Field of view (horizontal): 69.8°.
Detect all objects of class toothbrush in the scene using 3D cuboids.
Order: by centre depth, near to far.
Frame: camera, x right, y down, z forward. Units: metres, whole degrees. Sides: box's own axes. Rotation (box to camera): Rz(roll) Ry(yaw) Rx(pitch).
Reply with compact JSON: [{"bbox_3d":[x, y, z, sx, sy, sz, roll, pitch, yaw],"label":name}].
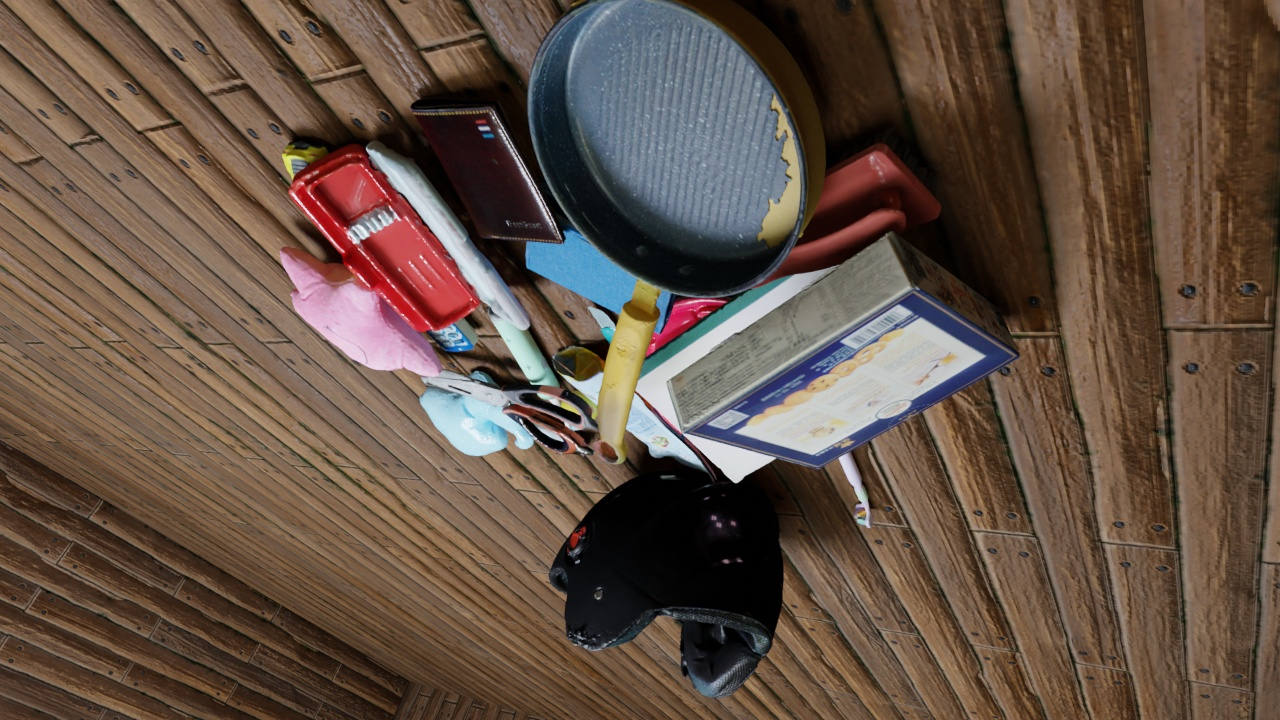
[{"bbox_3d":[0.207,0.111,0.916,0.021,0.029,0.189,-28,135,2],"label":"toothbrush"},{"bbox_3d":[-0.105,0.014,0.955,0.027,0.026,0.225,-10,142,11],"label":"toothbrush"}]

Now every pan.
[{"bbox_3d":[0.004,-0.065,0.611,0.198,0.078,0.358,28,140,21],"label":"pan"}]

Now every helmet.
[{"bbox_3d":[0.032,0.234,1.024,0.275,0.229,0.233,1,152,46],"label":"helmet"}]

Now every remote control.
[{"bbox_3d":[-0.212,-0.057,0.913,0.049,0.024,0.125,-3,139,37],"label":"remote control"}]

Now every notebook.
[{"bbox_3d":[0.111,0.004,0.717,0.210,0.012,0.150,-34,119,25],"label":"notebook"}]

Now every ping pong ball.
[{"bbox_3d":[-0.065,0.051,0.974,0.040,0.040,0.040,16,150,10],"label":"ping pong ball"}]

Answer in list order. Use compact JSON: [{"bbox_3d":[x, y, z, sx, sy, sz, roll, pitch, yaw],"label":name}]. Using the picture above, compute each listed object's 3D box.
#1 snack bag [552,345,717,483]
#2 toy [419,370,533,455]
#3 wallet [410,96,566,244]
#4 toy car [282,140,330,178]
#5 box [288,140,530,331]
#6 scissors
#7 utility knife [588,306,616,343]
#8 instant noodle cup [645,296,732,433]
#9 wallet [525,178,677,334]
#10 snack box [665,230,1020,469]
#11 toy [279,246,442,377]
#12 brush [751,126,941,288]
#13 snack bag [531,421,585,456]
[{"bbox_3d":[-0.004,0.057,0.936,0.191,0.038,0.110,43,158,-32],"label":"snack bag"},{"bbox_3d":[-0.192,0.066,1.066,0.161,0.049,0.157,33,136,13],"label":"toy"},{"bbox_3d":[-0.112,-0.140,0.686,0.096,0.020,0.122,15,144,39],"label":"wallet"},{"bbox_3d":[-0.273,-0.146,0.802,0.048,0.032,0.105,9,149,21],"label":"toy car"},{"bbox_3d":[-0.189,-0.100,0.792,0.155,0.073,0.201,-1,143,28],"label":"box"},{"bbox_3d":[-0.144,0.052,0.982,0.208,0.015,0.192,-21,114,42],"label":"scissors"},{"bbox_3d":[-0.005,0.005,0.888,0.029,0.013,0.179,4,146,35],"label":"utility knife"},{"bbox_3d":[0.082,0.026,0.815,0.194,0.065,0.194,15,150,9],"label":"instant noodle cup"},{"bbox_3d":[-0.030,-0.081,0.737,0.133,0.040,0.107,27,151,7],"label":"wallet"},{"bbox_3d":[0.142,0.005,0.628,0.178,0.045,0.182,-35,147,28],"label":"snack box"},{"bbox_3d":[-0.291,-0.042,0.940,0.179,0.074,0.195,19,156,30],"label":"toy"},{"bbox_3d":[0.117,-0.089,0.600,0.063,0.069,0.146,38,146,-25],"label":"brush"},{"bbox_3d":[-0.108,0.082,1.067,0.104,0.026,0.048,25,153,-5],"label":"snack bag"}]
